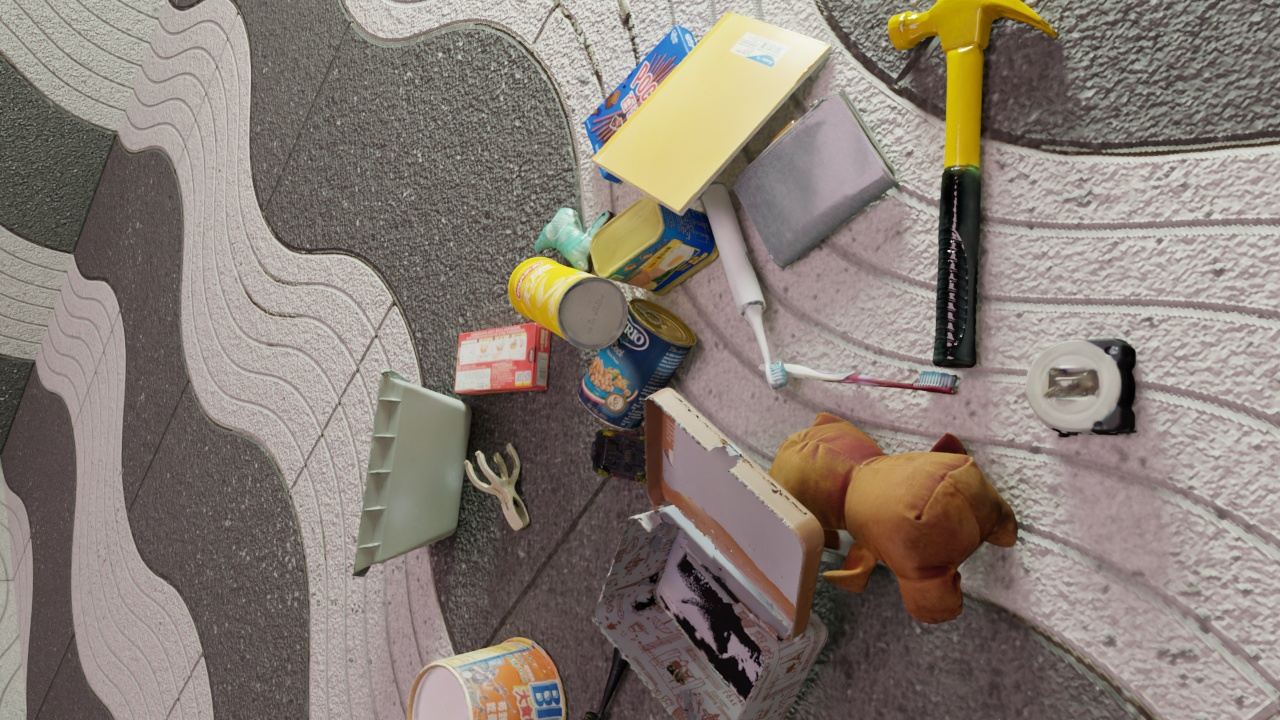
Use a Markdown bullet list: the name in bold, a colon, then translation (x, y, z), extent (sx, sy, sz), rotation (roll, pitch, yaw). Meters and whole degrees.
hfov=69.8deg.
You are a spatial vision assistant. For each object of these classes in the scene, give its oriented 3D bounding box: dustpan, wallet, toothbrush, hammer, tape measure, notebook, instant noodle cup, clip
- **dustpan**: translation (-0.303, 0.124, 1.097), extent (0.143, 0.257, 0.222), rotation (6, 86, 21)
- **wallet**: translation (0.150, -0.160, 0.806), extent (0.130, 0.036, 0.106), rotation (-38, 69, 35)
- **toothbrush**: translation (0.095, -0.071, 0.841), extent (0.026, 0.026, 0.220), rotation (-27, 60, 24)
- **hammer**: translation (0.248, -0.144, 0.708), extent (0.129, 0.032, 0.300), rotation (-2, 81, 46)
- **tape measure**: translation (0.300, 0.019, 0.626), extent (0.066, 0.033, 0.065), rotation (-6, 77, 44)
- **toothbrush**: translation (0.175, 0.011, 0.765), extent (0.188, 0.016, 0.017), rotation (7, 79, 45)
- **toothbrush**: translation (-0.013, 0.275, 0.896), extent (0.026, 0.027, 0.213), rotation (-107, 38, -76)
- **notebook**: translation (0.062, -0.239, 0.865), extent (0.206, 0.010, 0.146), rotation (-48, 48, -3)
- **instant noodle cup**: translation (-0.168, 0.376, 0.972), extent (0.152, 0.111, 0.151), rotation (-10, 76, 44)
- **clip**: translation (-0.167, 0.141, 1.047), extent (0.035, 0.096, 0.101), rotation (-35, 49, 35)

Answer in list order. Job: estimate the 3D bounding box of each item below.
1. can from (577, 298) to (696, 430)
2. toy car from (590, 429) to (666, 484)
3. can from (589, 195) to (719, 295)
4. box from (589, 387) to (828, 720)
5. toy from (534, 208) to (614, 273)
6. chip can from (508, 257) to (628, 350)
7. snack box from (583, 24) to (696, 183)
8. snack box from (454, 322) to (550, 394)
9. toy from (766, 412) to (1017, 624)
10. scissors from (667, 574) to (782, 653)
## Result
- **can**: translation (-0.005, 0.005, 0.902), extent (0.075, 0.075, 0.111), rotation (50, 118, 38)
- **toy car**: translation (-0.010, 0.096, 0.920), extent (0.106, 0.031, 0.049), rotation (3, 84, 44)
- **can**: translation (0.013, -0.113, 0.898), extent (0.102, 0.083, 0.057), rotation (-32, 61, 36)
- **box**: translation (0.060, 0.164, 0.723), extent (0.178, 0.102, 0.261), rotation (41, 127, 38)
- **toy**: translation (-0.071, -0.138, 1.027), extent (0.097, 0.030, 0.092), rotation (-52, 56, 16)
- **chip can**: translation (-0.079, -0.061, 0.935), extent (0.213, 0.072, 0.072), rotation (-150, 75, -68)
- **snack box**: translation (0.006, -0.269, 0.973), extent (0.158, 0.026, 0.084), rotation (-38, 57, 34)
- **snack box**: translation (-0.167, 0.000, 1.097), extent (0.153, 0.025, 0.075), rotation (-6, 78, 44)
- **toy**: translation (0.174, 0.108, 0.691), extent (0.200, 0.139, 0.130), rotation (19, 138, 46)
- **scissors**: translation (0.083, 0.244, 0.811), extent (0.186, 0.019, 0.129), rotation (-29, 64, 40)
